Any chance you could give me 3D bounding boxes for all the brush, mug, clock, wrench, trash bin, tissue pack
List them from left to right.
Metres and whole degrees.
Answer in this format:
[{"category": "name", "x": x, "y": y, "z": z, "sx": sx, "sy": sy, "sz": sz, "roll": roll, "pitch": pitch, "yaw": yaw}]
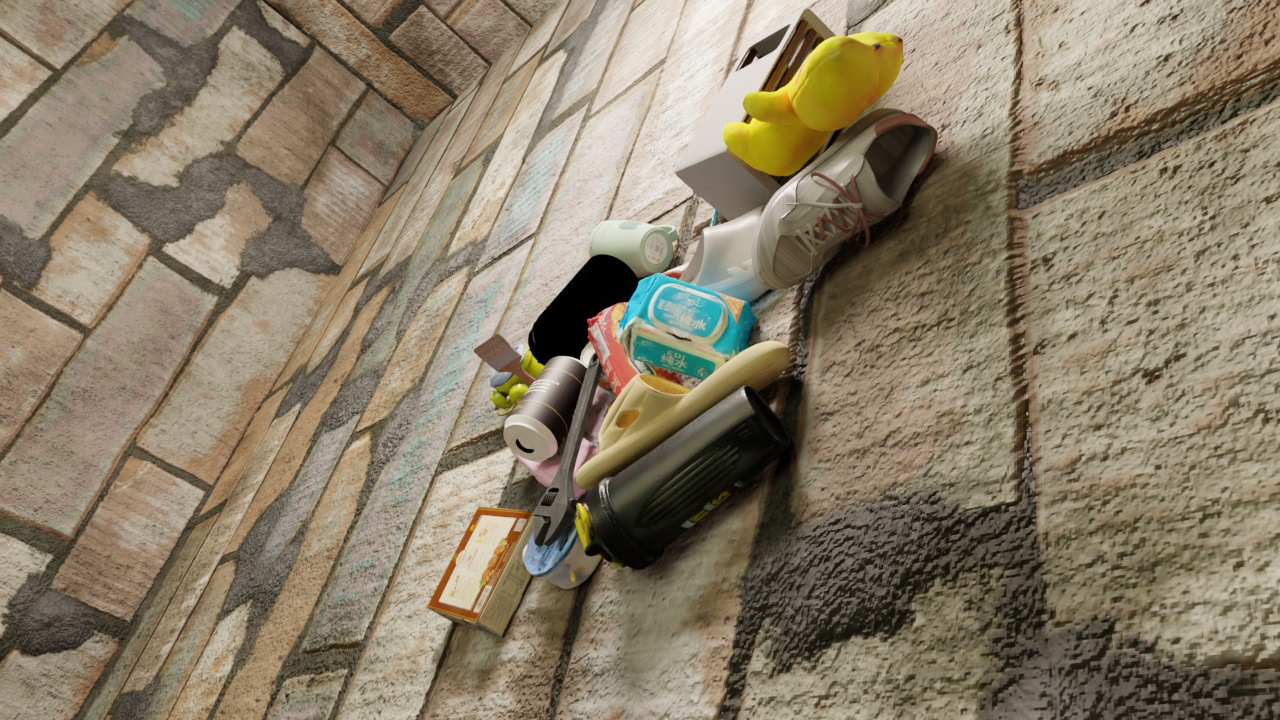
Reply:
[{"category": "clock", "x": -0.186, "y": 0.030, "z": 1.372, "sx": 0.083, "sy": 0.057, "sz": 0.118, "roll": -17, "pitch": 43, "yaw": 48}, {"category": "brush", "x": -0.163, "y": 0.019, "z": 1.252, "sx": 0.045, "sy": 0.143, "sz": 0.008, "roll": -31, "pitch": 34, "yaw": 21}, {"category": "clock", "x": -0.089, "y": 0.201, "z": 1.017, "sx": 0.088, "sy": 0.052, "sz": 0.125, "roll": -59, "pitch": 27, "yaw": -11}, {"category": "wrench", "x": -0.075, "y": 0.092, "z": 1.051, "sx": 0.073, "sy": 0.018, "sz": 0.272, "roll": -31, "pitch": 34, "yaw": 42}, {"category": "mug", "x": 0.001, "y": -0.164, "z": 1.299, "sx": 0.111, "sy": 0.084, "sz": 0.104, "roll": -35, "pitch": 27, "yaw": -33}, {"category": "brush", "x": 0.018, "y": -0.094, "z": 1.230, "sx": 0.173, "sy": 0.041, "sz": 0.030, "roll": -16, "pitch": 26, "yaw": 53}, {"category": "tissue pack", "x": 0.049, "y": -0.036, "z": 1.004, "sx": 0.062, "sy": 0.144, "sz": 0.092, "roll": 97, "pitch": -168, "yaw": -57}, {"category": "trash bin", "x": 0.163, "y": -0.301, "z": 1.149, "sx": 0.115, "sy": 0.114, "sz": 0.228, "roll": -4, "pitch": 53, "yaw": 61}]

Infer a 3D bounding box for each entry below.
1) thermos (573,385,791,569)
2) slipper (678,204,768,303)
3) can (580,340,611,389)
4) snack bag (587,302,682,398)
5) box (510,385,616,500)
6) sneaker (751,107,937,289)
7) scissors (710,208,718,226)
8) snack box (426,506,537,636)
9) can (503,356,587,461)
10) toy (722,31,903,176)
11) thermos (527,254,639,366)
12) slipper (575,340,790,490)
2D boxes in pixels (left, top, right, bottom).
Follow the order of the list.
[{"category": "thermos", "x": 0.036, "y": 0.116, "z": 0.881, "sx": 0.221, "sy": 0.098, "sz": 0.098, "roll": -39, "pitch": 29, "yaw": 17}, {"category": "slipper", "x": 0.083, "y": -0.103, "z": 1.084, "sx": 0.266, "sy": 0.080, "sz": 0.112, "roll": -39, "pitch": 27, "yaw": 26}, {"category": "can", "x": -0.032, "y": -0.008, "z": 1.177, "sx": 0.086, "sy": 0.043, "sz": 0.086, "roll": -30, "pitch": 27, "yaw": 17}, {"category": "snack bag", "x": -0.006, "y": 0.006, "z": 1.064, "sx": 0.082, "sy": 0.082, "sz": 0.176, "roll": -42, "pitch": 48, "yaw": 20}, {"category": "box", "x": -0.078, "y": 0.092, "z": 1.148, "sx": 0.152, "sy": 0.037, "sz": 0.201, "roll": -49, "pitch": 27, "yaw": -9}, {"category": "sneaker", "x": 0.211, "y": -0.165, "z": 0.938, "sx": 0.236, "sy": 0.099, "sz": 0.089, "roll": -48, "pitch": 15, "yaw": 2}, {"category": "scissors", "x": 0.104, "y": -0.213, "z": 1.232, "sx": 0.118, "sy": 0.013, "sz": 0.140, "roll": 101, "pitch": 180, "yaw": -86}, {"category": "snack box", "x": -0.183, "y": 0.252, "z": 1.115, "sx": 0.147, "sy": 0.041, "sz": 0.143, "roll": -9, "pitch": 50, "yaw": 54}, {"category": "can", "x": -0.110, "y": 0.057, "z": 1.124, "sx": 0.072, "sy": 0.072, "sz": 0.128, "roll": -24, "pitch": 25, "yaw": 43}, {"category": "toy", "x": 0.182, "y": -0.269, "z": 0.976, "sx": 0.134, "sy": 0.087, "sz": 0.194, "roll": -20, "pitch": -9, "yaw": -39}, {"category": "thermos", "x": -0.087, "y": -0.056, "z": 1.262, "sx": 0.199, "sy": 0.086, "sz": 0.085, "roll": -42, "pitch": 26, "yaw": 46}, {"category": "slipper", "x": 0.034, "y": 0.042, "z": 0.946, "sx": 0.262, "sy": 0.111, "sz": 0.079, "roll": -35, "pitch": 72, "yaw": 20}]
